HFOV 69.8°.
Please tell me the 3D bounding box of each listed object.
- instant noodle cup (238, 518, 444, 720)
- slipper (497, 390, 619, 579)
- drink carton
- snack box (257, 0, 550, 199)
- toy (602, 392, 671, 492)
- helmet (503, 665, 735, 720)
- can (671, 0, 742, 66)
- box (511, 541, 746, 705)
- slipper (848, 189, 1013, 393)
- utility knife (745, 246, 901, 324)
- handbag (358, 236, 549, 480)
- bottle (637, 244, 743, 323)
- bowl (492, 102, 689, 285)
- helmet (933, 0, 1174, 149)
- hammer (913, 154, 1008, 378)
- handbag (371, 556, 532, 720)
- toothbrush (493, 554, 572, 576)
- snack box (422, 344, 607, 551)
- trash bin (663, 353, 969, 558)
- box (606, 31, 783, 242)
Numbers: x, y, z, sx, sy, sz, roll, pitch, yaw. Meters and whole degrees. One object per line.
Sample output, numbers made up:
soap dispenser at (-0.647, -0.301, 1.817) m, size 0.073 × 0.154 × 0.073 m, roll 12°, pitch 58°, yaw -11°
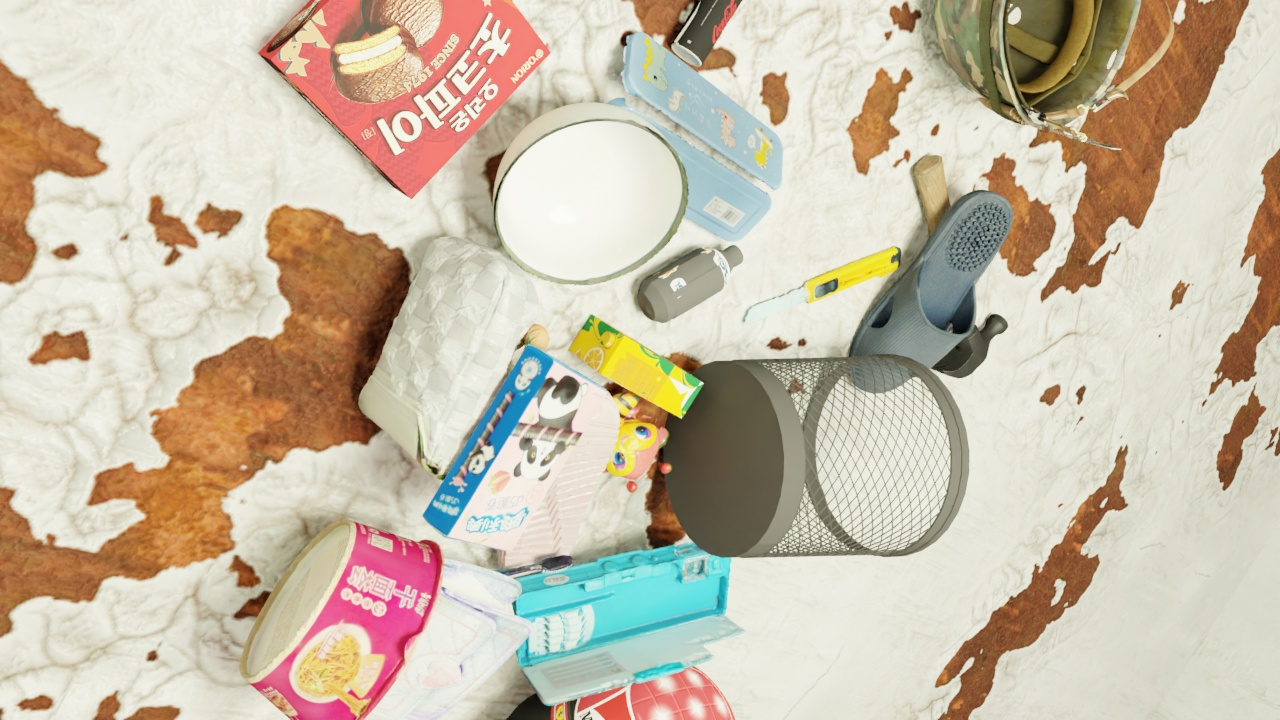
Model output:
instant noodle cup at (-0.241, 0.201, 0.722) m, size 0.077 × 0.179 × 0.178 m, roll 39°, pitch 87°, yaw -24°
slipper at (-0.090, 0.108, 0.846) m, size 0.094 × 0.064 × 0.240 m, roll -7°, pitch 133°, yaw -31°
drink carton at (-0.005, 0.005, 0.856) m, size 0.122 × 0.058 × 0.041 m, roll 31°, pitch 92°, yaw -41°
snack box at (-0.161, -0.217, 0.648) m, size 0.152 × 0.036 × 0.132 m, roll -48°, pitch 131°, yaw -6°
toy at (-0.016, 0.077, 0.894) m, size 0.084 × 0.046 × 0.103 m, roll -24°, pitch 117°, yaw 2°
helmet at (-0.021, 0.401, 0.927) m, size 0.270 × 0.197 × 0.225 m, roll 7°, pitch 136°, yaw -42°
can at (0.060, -0.291, 0.773) m, size 0.031 × 0.031 × 0.080 m, roll 31°, pitch 93°, yaw -41°
box at (-0.002, 0.259, 0.892) m, size 0.226 × 0.117 × 0.097 m, roll -8°, pitch 119°, yaw -20°
slipper at (0.335, -0.061, 1.021) m, size 0.101 × 0.082 × 0.264 m, roll 21°, pitch 111°, yaw -24°
utility knife at (0.202, -0.080, 0.996) m, size 0.227 × 0.019 × 0.030 m, roll -21°, pitch 114°, yaw -23°
handbag at (-0.135, -0.004, 0.727) m, size 0.123 × 0.112 × 0.171 m, roll 14°, pitch 103°, yaw -50°
bottle at (0.049, -0.076, 0.863) m, size 0.112 × 0.047 × 0.047 m, roll -32°, pitch 127°, yaw -20°
bowl at (-0.045, -0.140, 0.729) m, size 0.153 × 0.072 × 0.154 m, roll -11°, pitch 137°, yaw -10°
helmet at (0.403, -0.317, 0.869) m, size 0.224 × 0.236 × 0.193 m, roll 24°, pitch 102°, yaw -30°
hammer at (0.366, -0.105, 1.088) m, size 0.132 × 0.040 × 0.305 m, roll -42°, pitch 129°, yaw -16°
handbag at (-0.189, 0.252, 0.816) m, size 0.159 × 0.069 × 0.126 m, roll -44°, pitch 131°, yaw 18°
toothbrush at (-0.154, 0.206, 0.851) m, size 0.189 × 0.016 × 0.017 m, roll -8°, pitch 146°, yaw -15°
snack box at (-0.094, 0.071, 0.711) m, size 0.154 × 0.033 × 0.088 m, roll -58°, pitch 148°, yaw -2°
trash bin at (0.170, 0.097, 0.933) m, size 0.227 × 0.218 × 0.218 m, roll 3°, pitch 110°, yaw -33°
box at (0.049, -0.189, 0.808) m, size 0.209 × 0.047 × 0.122 m, roll 22°, pitch 97°, yaw -41°
